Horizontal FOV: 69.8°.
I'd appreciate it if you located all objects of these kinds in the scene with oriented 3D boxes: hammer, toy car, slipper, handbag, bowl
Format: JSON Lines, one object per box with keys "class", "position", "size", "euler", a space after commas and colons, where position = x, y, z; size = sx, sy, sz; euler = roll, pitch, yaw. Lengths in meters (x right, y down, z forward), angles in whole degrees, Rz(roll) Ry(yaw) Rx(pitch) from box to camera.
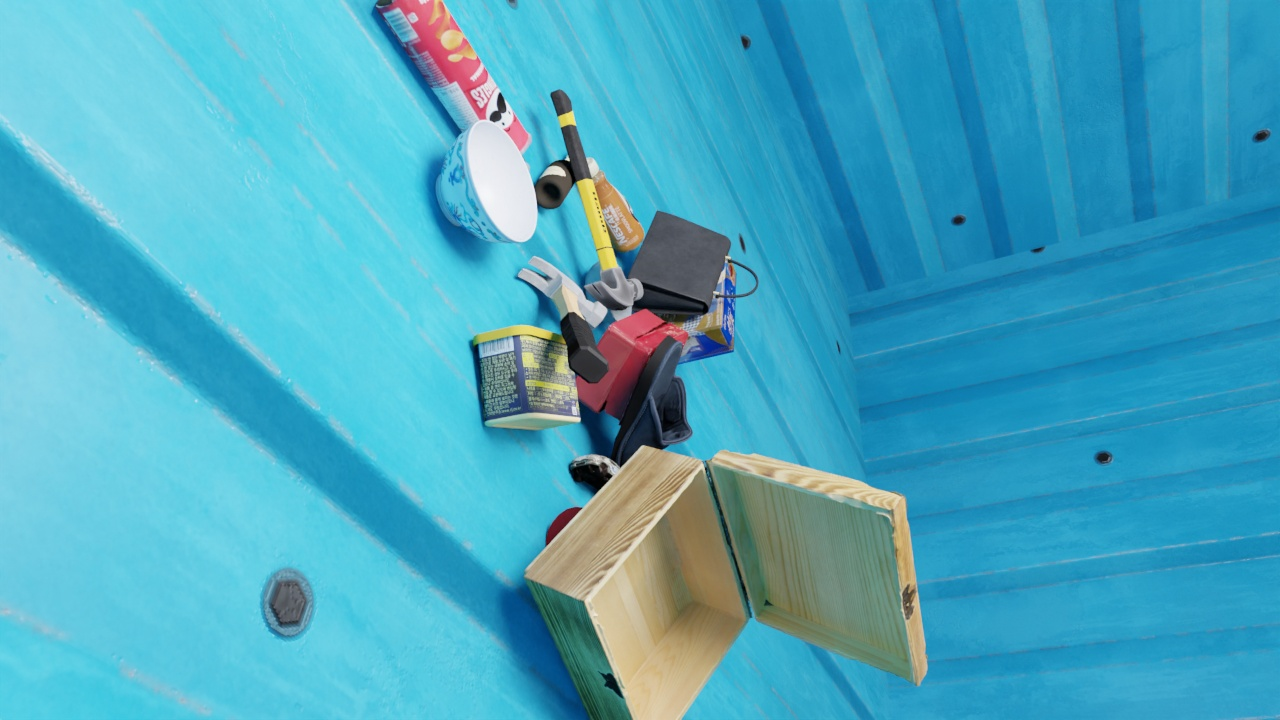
{"class": "hammer", "position": [-0.081, -0.047, 1.094], "size": [0.131, 0.039, 0.328], "euler": [39, 8, -20]}
{"class": "toy car", "position": [-0.047, 0.152, 1.224], "size": [0.113, 0.049, 0.040], "euler": [41, 43, -45]}
{"class": "slipper", "position": [0.027, 0.091, 1.239], "size": [0.108, 0.083, 0.266], "euler": [-46, 161, -49]}
{"class": "handbag", "position": [0.096, -0.145, 1.496], "size": [0.072, 0.196, 0.175], "euler": [92, 14, -48]}
{"class": "bowl", "position": [-0.189, -0.198, 1.068], "size": [0.143, 0.074, 0.144], "euler": [-14, 90, -69]}
{"class": "bowl", "position": [-0.054, -0.101, 1.393], "size": [0.106, 0.039, 0.106], "euler": [-14, 90, -69]}
{"class": "hammer", "position": [-0.073, -0.227, 1.310], "size": [0.169, 0.034, 0.324], "euler": [-24, 98, -72]}

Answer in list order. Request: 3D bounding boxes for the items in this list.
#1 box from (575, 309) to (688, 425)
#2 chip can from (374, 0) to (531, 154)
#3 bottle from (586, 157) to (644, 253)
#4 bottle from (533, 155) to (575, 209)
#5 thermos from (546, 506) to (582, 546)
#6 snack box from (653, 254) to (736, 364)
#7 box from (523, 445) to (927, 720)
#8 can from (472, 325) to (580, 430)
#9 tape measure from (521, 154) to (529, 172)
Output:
{"class": "box", "position": [-0.015, 0.004, 1.282], "size": [0.098, 0.130, 0.157], "euler": [34, 20, 14]}
{"class": "chip can", "position": [-0.219, -0.340, 1.091], "size": [0.233, 0.073, 0.073], "euler": [56, 29, -39]}
{"class": "bottle", "position": [-0.052, -0.249, 1.464], "size": [0.059, 0.059, 0.167], "euler": [-82, 149, -44]}
{"class": "bottle", "position": [-0.114, -0.276, 1.347], "size": [0.184, 0.045, 0.045], "euler": [-73, 143, -58]}
{"class": "thermos", "position": [-0.037, 0.257, 1.156], "size": [0.198, 0.084, 0.108], "euler": [37, 77, -51]}
{"class": "snack box", "position": [0.079, -0.089, 1.555], "size": [0.202, 0.155, 0.069], "euler": [-82, 150, -44]}
{"class": "box", "position": [0.115, 0.277, 1.017], "size": [0.285, 0.337, 0.279], "euler": [-46, 130, -38]}
{"class": "can", "position": [-0.130, 0.024, 1.079], "size": [0.135, 0.075, 0.104], "euler": [15, 65, -66]}
{"class": "tape measure", "position": [-0.169, -0.251, 1.203], "size": [0.058, 0.038, 0.059], "euler": [-83, 150, -42]}
